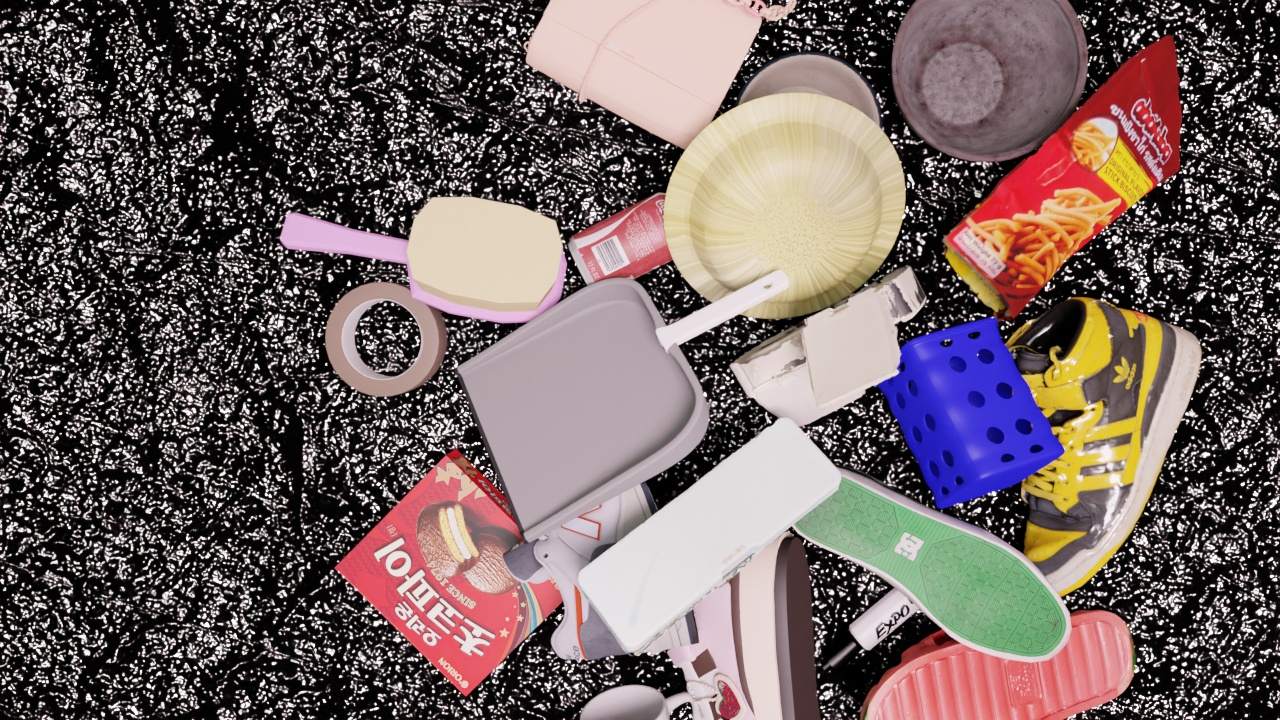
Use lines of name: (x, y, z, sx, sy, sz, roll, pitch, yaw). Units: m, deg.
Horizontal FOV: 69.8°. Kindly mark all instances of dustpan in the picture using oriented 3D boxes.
dustpan: (-0.004, 0.004, 0.684, 0.257, 0.033, 0.163, -27, 58, -2)

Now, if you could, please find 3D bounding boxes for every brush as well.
brush: (-0.173, -0.090, 0.732, 0.228, 0.043, 0.089, 10, 72, -4)

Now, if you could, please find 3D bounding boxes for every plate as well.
plate: (0.111, -0.103, 0.690, 0.184, 0.036, 0.185, -1, 122, -1)

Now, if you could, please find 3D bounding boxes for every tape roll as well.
tape roll: (-0.211, -0.018, 0.763, 0.094, 0.030, 0.094, 0, 94, 2)

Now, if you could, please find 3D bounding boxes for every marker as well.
marker: (0.202, 0.218, 0.770, 0.126, 0.025, 0.025, -41, 92, 4)

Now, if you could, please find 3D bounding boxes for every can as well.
can: (-0.005, -0.095, 0.741, 0.096, 0.054, 0.054, -26, 93, 3)

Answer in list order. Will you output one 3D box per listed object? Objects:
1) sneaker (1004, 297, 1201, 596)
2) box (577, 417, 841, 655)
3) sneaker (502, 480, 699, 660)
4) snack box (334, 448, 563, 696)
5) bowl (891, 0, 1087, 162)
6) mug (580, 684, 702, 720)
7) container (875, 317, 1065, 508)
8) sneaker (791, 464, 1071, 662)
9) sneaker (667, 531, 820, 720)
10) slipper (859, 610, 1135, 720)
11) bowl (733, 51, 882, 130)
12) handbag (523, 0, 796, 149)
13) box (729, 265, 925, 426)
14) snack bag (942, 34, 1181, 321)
sneaker: (0.332, 0.061, 0.724, 0.122, 0.086, 0.238, 26, 90, -6)
box: (0.049, 0.122, 0.656, 0.198, 0.073, 0.086, -37, 101, -15)
sneaker: (-0.050, 0.126, 0.716, 0.124, 0.089, 0.239, -23, 74, -2)
snack box: (-0.151, 0.177, 0.771, 0.152, 0.036, 0.133, 45, 94, -1)
bowl: (0.262, -0.224, 0.718, 0.145, 0.067, 0.145, 0, 94, 1)
mug: (0.009, 0.324, 0.768, 0.107, 0.071, 0.089, -17, 103, -25)
container: (0.249, 0.042, 0.701, 0.084, 0.085, 0.113, -15, 68, -15)
sneaker: (0.227, 0.152, 0.732, 0.235, 0.079, 0.084, 30, 101, 7)
sneaker: (0.080, 0.288, 0.749, 0.117, 0.111, 0.294, -5, 95, 23)
slipper: (0.285, 0.261, 0.755, 0.248, 0.059, 0.103, -14, 92, -13)
bowl: (0.127, -0.179, 0.729, 0.115, 0.059, 0.115, 0, 94, 1)
handbag: (-0.004, -0.253, 0.664, 0.198, 0.187, 0.116, 27, 87, -5)
box: (0.138, 0.004, 0.664, 0.144, 0.181, 0.081, -30, 89, 27)
snack bag: (0.333, -0.134, 0.713, 0.208, 0.066, 0.139, -45, 131, 6)
